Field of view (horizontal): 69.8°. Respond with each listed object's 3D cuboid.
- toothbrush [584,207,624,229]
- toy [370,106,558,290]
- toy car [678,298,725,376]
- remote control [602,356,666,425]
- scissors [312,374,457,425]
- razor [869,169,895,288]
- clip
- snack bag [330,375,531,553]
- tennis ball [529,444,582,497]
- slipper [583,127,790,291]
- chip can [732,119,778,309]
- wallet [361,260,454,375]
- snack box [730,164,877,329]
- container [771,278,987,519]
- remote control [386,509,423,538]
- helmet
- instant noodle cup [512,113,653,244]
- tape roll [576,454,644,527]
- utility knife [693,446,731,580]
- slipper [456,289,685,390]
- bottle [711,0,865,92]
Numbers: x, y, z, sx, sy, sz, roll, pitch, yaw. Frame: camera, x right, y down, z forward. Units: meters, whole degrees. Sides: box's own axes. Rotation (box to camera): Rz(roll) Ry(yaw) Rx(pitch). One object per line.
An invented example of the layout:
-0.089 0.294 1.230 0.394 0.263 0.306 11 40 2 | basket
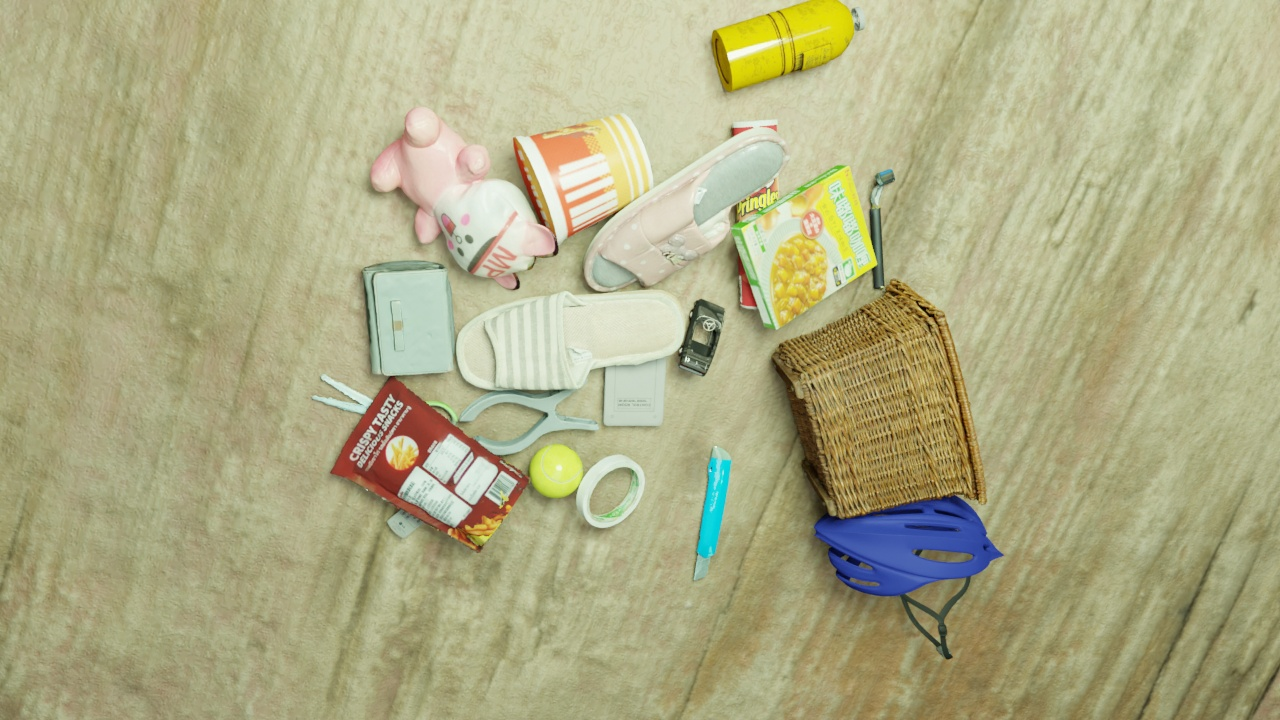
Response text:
0.016 -0.191 1.072 0.190 0.016 0.016 -20 105 -2 | toothbrush
-0.189 -0.172 1.009 0.213 0.084 0.142 44 132 -10 | toy
0.075 -0.029 1.097 0.040 0.037 0.092 22 68 -11 | toy car
-0.007 0.007 1.119 0.074 0.019 0.151 1 105 -8 | remote control
-0.304 0.055 1.098 0.175 0.032 0.093 30 102 -18 | scissors
0.289 -0.158 1.115 0.042 0.022 0.144 -24 118 -48 | razor
-0.132 0.085 1.120 0.163 0.028 0.115 -14 107 -2 | clip
-0.247 0.131 1.086 0.208 0.066 0.139 33 99 -8 | snack bag
-0.103 0.135 1.116 0.065 0.065 0.065 -2 105 -7 | tennis ball
0.051 -0.155 1.021 0.275 0.054 0.114 -36 147 20 | slipper
0.138 -0.170 1.075 0.052 0.051 0.215 -6 105 -6 | chip can
-0.267 -0.047 1.058 0.100 0.054 0.132 -4 110 -6 | wallet
0.194 -0.132 1.069 0.167 0.027 0.132 -32 115 -21 | snack box
0.277 0.061 1.097 0.183 0.162 0.250 -19 109 2 | container
-0.252 0.167 1.131 0.136 0.013 0.033 -39 104 3 | remote control
0.336 0.271 1.163 0.241 0.148 0.228 -2 100 -7 | helmet
-0.060 -0.207 1.011 0.121 0.123 0.123 -23 106 -9 | instant noodle cup
-0.036 0.162 1.133 0.093 0.018 0.094 -20 125 -31 | tape roll
0.091 0.199 1.183 0.031 0.015 0.185 8 100 -6 | utility knife
-0.082 -0.025 1.072 0.273 0.054 0.114 -11 98 3 | slipper
0.168 -0.356 1.021 0.164 0.071 0.071 -18 106 -3 | bottle
